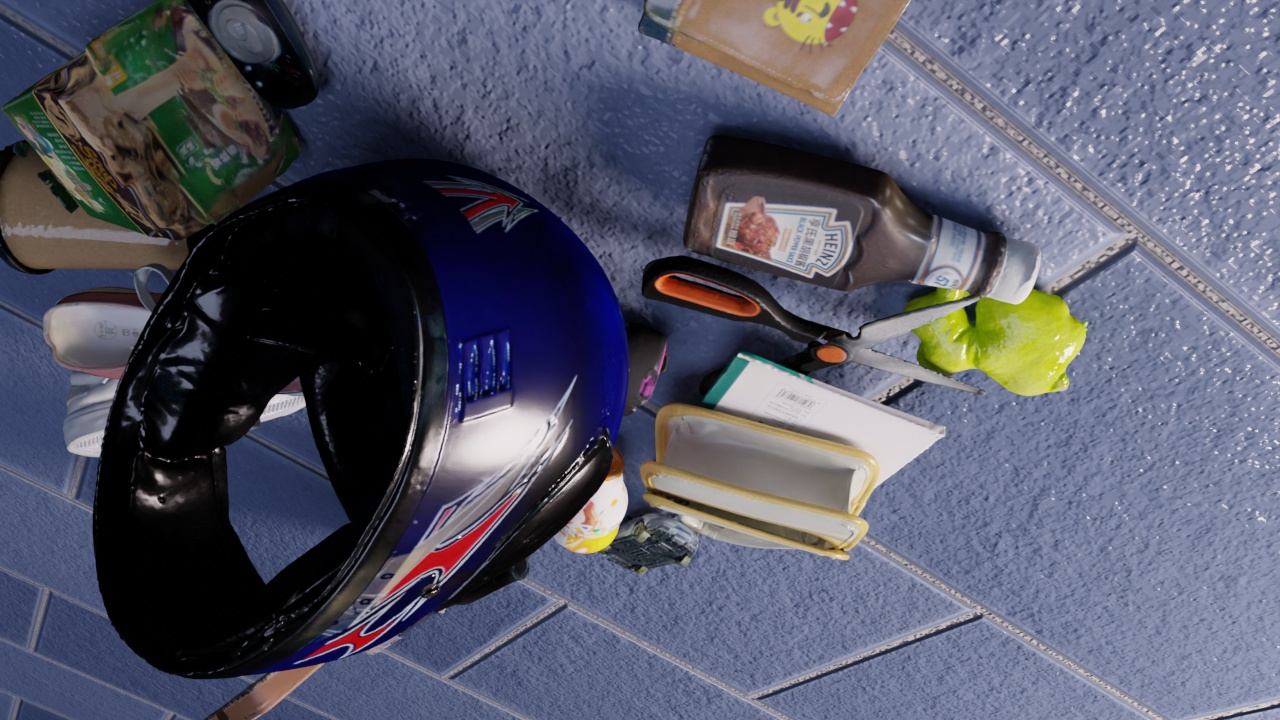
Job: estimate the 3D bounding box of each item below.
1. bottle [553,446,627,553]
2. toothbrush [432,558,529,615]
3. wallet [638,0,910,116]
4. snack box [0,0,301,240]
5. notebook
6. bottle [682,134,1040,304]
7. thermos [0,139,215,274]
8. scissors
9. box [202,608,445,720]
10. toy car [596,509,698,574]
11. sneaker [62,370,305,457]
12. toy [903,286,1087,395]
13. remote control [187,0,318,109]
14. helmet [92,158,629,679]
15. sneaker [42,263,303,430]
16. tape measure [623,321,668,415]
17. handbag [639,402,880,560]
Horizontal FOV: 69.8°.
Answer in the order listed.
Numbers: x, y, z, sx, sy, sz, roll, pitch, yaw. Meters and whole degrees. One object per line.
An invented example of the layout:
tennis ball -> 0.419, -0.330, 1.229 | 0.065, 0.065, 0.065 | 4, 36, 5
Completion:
bottle -> -0.041, 0.113, 0.762 | 0.063, 0.063, 0.109 | 18, 138, -1
toothbrush -> -0.185, 0.249, 0.984 | 0.213, 0.027, 0.026 | -34, 73, 43
wallet -> 0.064, -0.176, 0.447 | 0.115, 0.033, 0.090 | 21, 137, -9
snack box -> -0.302, -0.145, 0.555 | 0.106, 0.117, 0.118 | 5, 135, 31
notebook -> 0.103, 0.070, 0.680 | 0.150, 0.012, 0.210 | 22, 148, -5
bottle -> 0.124, -0.073, 0.523 | 0.195, 0.043, 0.080 | 15, 144, 3
thermos -> -0.370, -0.101, 0.635 | 0.143, 0.092, 0.093 | 6, 137, 1
scissors -> 0.101, -0.013, 0.582 | 0.221, 0.021, 0.235 | 26, 151, -17
box -> -0.255, 0.220, 0.803 | 0.110, 0.258, 0.179 | 36, 135, -17
toy car -> 0.005, 0.162, 0.820 | 0.054, 0.036, 0.121 | 33, 146, -17
sneaker -> -0.361, 0.006, 0.757 | 0.242, 0.090, 0.089 | -15, 161, 8
toy -> 0.217, -0.016, 0.559 | 0.100, 0.031, 0.097 | -14, 117, 26
remote control -> -0.228, -0.206, 0.517 | 0.053, 0.024, 0.136 | -7, 134, 23
helmet -> -0.146, 0.035, 0.560 | 0.247, 0.240, 0.316 | 45, 107, 21
sneaker -> -0.291, -0.012, 0.642 | 0.241, 0.088, 0.118 | 2, 104, -11
tape measure -> -0.004, 0.004, 0.638 | 0.039, 0.056, 0.058 | 18, 136, -5
handbag -> 0.083, 0.113, 0.693 | 0.163, 0.063, 0.179 | 15, 151, 10
